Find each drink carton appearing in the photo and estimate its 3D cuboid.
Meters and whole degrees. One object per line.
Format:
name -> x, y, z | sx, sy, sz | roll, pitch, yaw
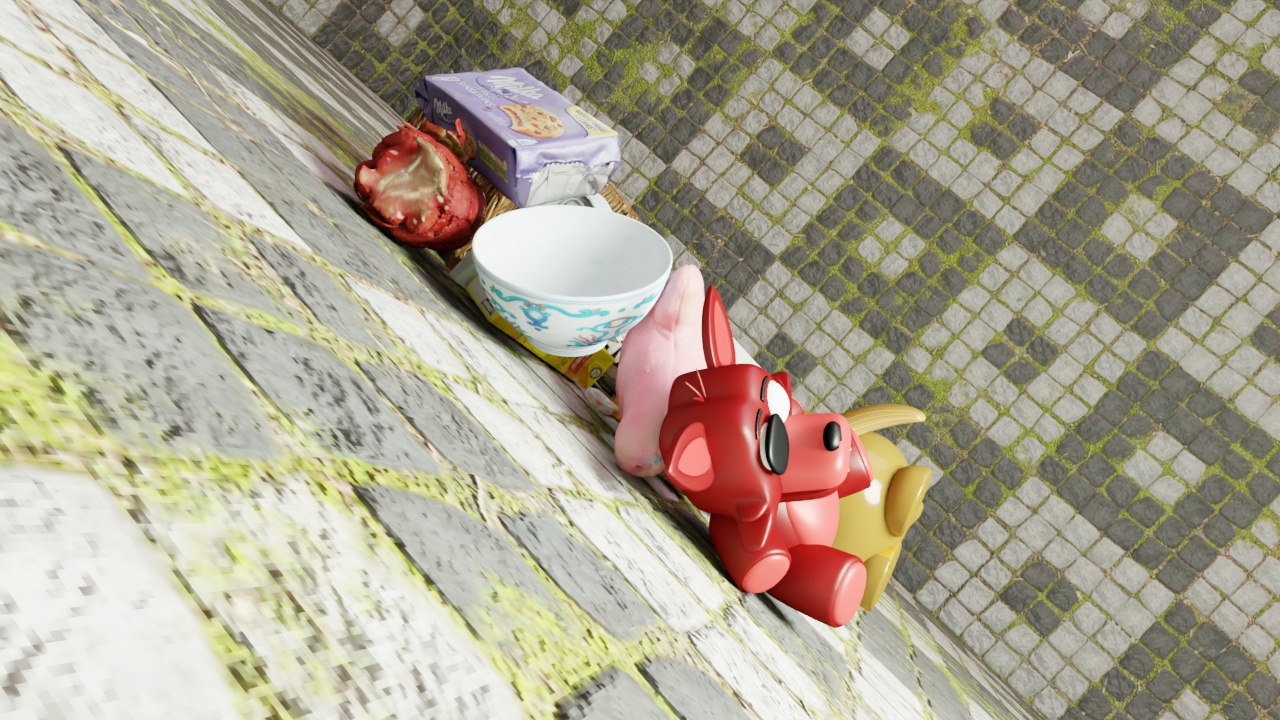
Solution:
drink carton -> -0.083, -0.028, 0.783 | 0.134, 0.043, 0.058 | 38, 7, -46

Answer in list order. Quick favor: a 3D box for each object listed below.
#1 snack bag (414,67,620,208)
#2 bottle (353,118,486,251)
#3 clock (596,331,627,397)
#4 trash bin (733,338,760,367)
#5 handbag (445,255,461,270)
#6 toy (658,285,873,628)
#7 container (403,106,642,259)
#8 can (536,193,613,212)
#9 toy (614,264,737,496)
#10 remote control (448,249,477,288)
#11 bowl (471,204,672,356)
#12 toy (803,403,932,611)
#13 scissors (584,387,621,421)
snack bag -> -0.105, -0.187, 0.754 | 0.205, 0.096, 0.058 | 44, -40, 43
bottle -> -0.166, -0.136, 0.704 | 0.099, 0.099, 0.111 | 43, 3, 10
clock -> -0.006, 0.006, 0.906 | 0.114, 0.065, 0.155 | 43, -15, -1
trash bin -> 0.062, 0.016, 1.035 | 0.133, 0.133, 0.161 | 44, -2, 33
handbag -> -0.134, -0.071, 0.825 | 0.055, 0.029, 0.119 | 10, -8, 30
toy -> 0.083, 0.069, 0.608 | 0.197, 0.121, 0.158 | 54, 39, -36
container -> -0.140, -0.166, 0.965 | 0.183, 0.162, 0.250 | 38, 1, 24
can -> -0.052, -0.100, 0.874 | 0.088, 0.088, 0.140 | 44, -3, 25
toy -> 0.024, 0.021, 0.705 | 0.097, 0.192, 0.236 | 1, 22, 10
remote control -> -0.104, -0.056, 0.813 | 0.024, 0.049, 0.143 | 46, 4, 37
bowl -> -0.052, -0.051, 0.681 | 0.144, 0.074, 0.143 | 5, 34, -3
toy -> 0.133, 0.107, 0.793 | 0.203, 0.199, 0.162 | 23, 13, 22
scissors -> -0.024, 0.043, 0.832 | 0.097, 0.012, 0.133 | 42, 3, -17
